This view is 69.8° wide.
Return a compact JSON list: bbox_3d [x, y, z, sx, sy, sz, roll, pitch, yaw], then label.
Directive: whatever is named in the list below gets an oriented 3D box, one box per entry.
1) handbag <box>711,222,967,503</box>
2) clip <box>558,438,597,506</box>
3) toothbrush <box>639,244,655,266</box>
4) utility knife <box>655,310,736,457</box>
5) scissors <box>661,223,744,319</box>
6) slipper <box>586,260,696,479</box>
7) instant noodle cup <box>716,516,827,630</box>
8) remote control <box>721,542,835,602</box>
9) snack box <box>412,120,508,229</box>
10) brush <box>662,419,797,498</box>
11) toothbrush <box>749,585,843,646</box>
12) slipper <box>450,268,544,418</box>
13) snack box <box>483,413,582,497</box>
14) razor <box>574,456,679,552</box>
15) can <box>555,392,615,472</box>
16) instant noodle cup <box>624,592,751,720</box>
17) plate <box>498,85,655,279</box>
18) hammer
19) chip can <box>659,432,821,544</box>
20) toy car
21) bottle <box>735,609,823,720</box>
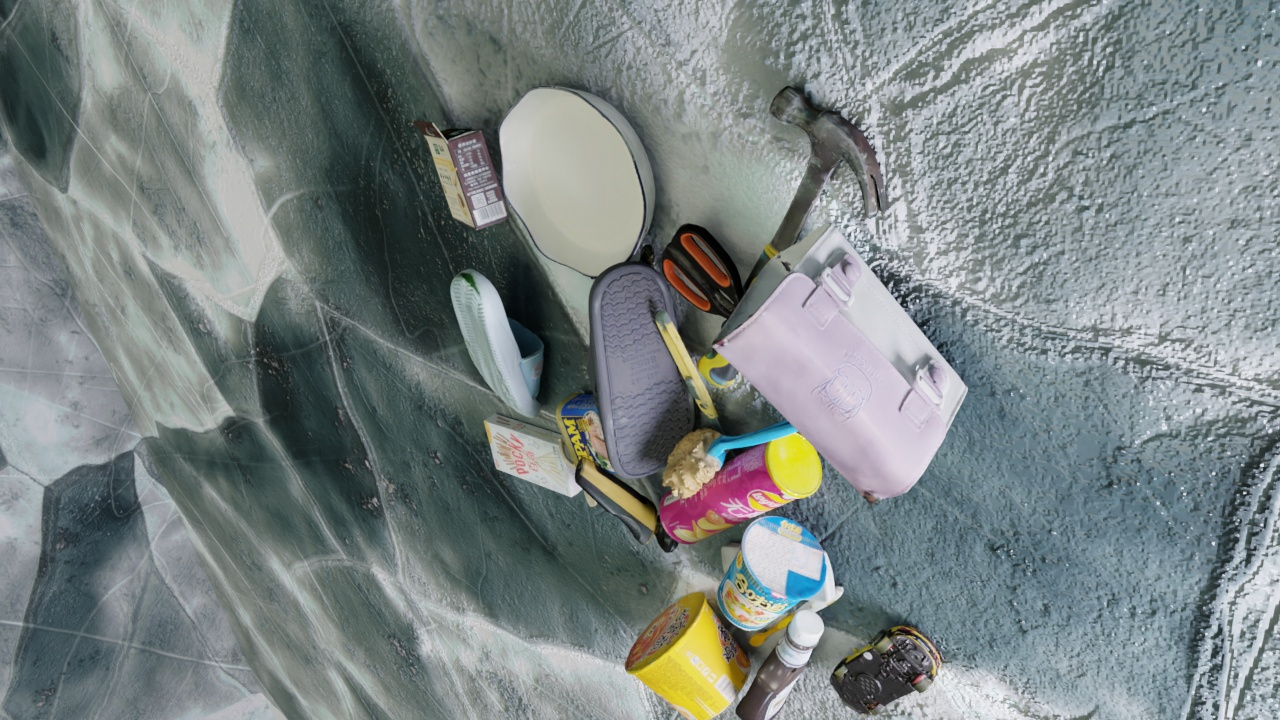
[{"bbox_3d":[0.171,0.003,0.770,0.197,0.144,0.099,47,144,-10],"label":"handbag"},{"bbox_3d":[-0.071,0.139,1.200,0.035,0.071,0.100,-31,90,50],"label":"clip"},{"bbox_3d":[-0.013,-0.043,1.034,0.213,0.026,0.027,107,148,-43],"label":"toothbrush"},{"bbox_3d":[0.063,0.028,0.992,0.031,0.022,0.211,22,151,54],"label":"utility knife"},{"bbox_3d":[0.103,-0.032,0.894,0.142,0.021,0.235,-12,113,58],"label":"scissors"},{"bbox_3d":[-0.006,0.006,1.021,0.083,0.110,0.268,-126,24,-58],"label":"slipper"},{"bbox_3d":[0.134,0.240,1.003,0.099,0.099,0.110,43,138,15],"label":"instant noodle cup"},{"bbox_3d":[0.157,0.243,1.060,0.150,0.021,0.058,-6,98,47],"label":"remote control"},{"bbox_3d":[-0.207,-0.220,1.053,0.113,0.053,0.126,31,139,61],"label":"snack box"},{"bbox_3d":[0.103,0.084,0.941,0.046,0.083,0.255,42,142,-14],"label":"brush"},{"bbox_3d":[0.183,0.303,1.086,0.016,0.018,0.192,49,137,10],"label":"toothbrush"},{"bbox_3d":[-0.172,-0.026,1.160,0.104,0.074,0.246,36,153,33],"label":"slipper"},{"bbox_3d":[-0.151,0.131,1.284,0.157,0.026,0.085,13,124,38],"label":"snack box"},{"bbox_3d":[-0.014,0.171,1.118,0.167,0.068,0.062,40,-170,-23],"label":"razor"},{"bbox_3d":[-0.046,0.090,1.133,0.083,0.057,0.102,-3,114,43],"label":"can"},{"bbox_3d":[0.066,0.382,1.169,0.110,0.137,0.138,48,140,-5],"label":"instant noodle cup"},{"bbox_3d":[-0.065,-0.191,0.972,0.205,0.045,0.205,25,132,31],"label":"plate"},{"bbox_3d":[0.125,-0.087,0.867,0.126,0.031,0.324,40,137,18],"label":"hammer"},{"bbox_3d":[0.105,0.145,1.012,0.071,0.071,0.211,54,140,1],"label":"chip can"},{"bbox_3d":[0.266,0.341,1.009,0.071,0.041,0.156,45,137,12],"label":"toy car"},{"bbox_3d":[0.169,0.366,1.091,0.044,0.079,0.195,40,136,26],"label":"bottle"}]
